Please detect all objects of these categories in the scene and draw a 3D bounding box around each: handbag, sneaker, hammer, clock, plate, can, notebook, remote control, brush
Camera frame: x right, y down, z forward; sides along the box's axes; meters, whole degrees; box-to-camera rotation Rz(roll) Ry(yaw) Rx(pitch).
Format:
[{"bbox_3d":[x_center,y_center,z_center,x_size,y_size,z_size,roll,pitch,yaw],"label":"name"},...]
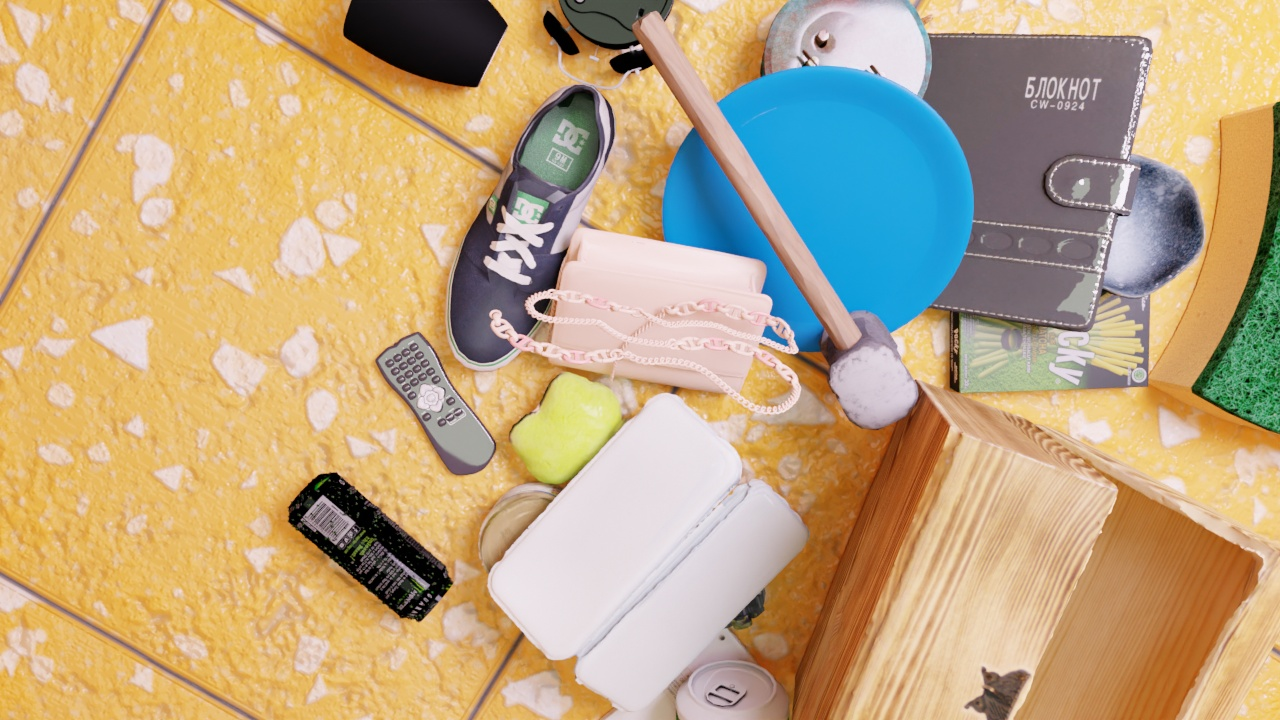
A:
[{"bbox_3d":[-0.003,0.003,0.649,0.198,0.186,0.117,10,128,-5],"label":"handbag"},{"bbox_3d":[-0.088,-0.099,0.692,0.084,0.079,0.235,25,96,-4],"label":"sneaker"},{"bbox_3d":[0.094,-0.096,0.644,0.052,0.098,0.328,-31,103,16],"label":"hammer"},{"bbox_3d":[0.143,-0.203,0.684,0.121,0.073,0.158,23,96,-2],"label":"clock"},{"bbox_3d":[-0.023,-0.267,0.692,0.091,0.042,0.121,18,96,-2],"label":"clock"},{"bbox_3d":[0.129,-0.108,0.685,0.224,0.024,0.225,5,122,8],"label":"plate"},{"bbox_3d":[-0.084,0.142,0.735,0.086,0.043,0.086,0,96,0],"label":"can"},{"bbox_3d":[0.274,-0.135,0.682,0.170,0.029,0.209,12,99,27],"label":"notebook"},{"bbox_3d":[0.073,0.316,0.722,0.088,0.087,0.140,-2,105,0],"label":"can"},{"bbox_3d":[0.033,0.280,0.765,0.136,0.011,0.050,-39,95,4],"label":"remote control"},{"bbox_3d":[-0.163,0.038,0.741,0.046,0.009,0.124,-33,95,3],"label":"remote control"},{"bbox_3d":[0.528,-0.062,0.697,0.195,0.075,0.250,13,96,-1],"label":"brush"},{"bbox_3d":[-0.215,0.148,0.730,0.137,0.054,0.054,42,94,-4],"label":"can"}]

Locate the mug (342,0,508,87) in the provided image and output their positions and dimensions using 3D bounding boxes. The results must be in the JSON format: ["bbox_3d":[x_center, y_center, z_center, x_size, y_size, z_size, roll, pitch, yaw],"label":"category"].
[{"bbox_3d":[-0.148,-0.264,0.682,0.100,0.085,0.118,27,65,-15],"label":"mug"}]

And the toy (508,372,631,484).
[{"bbox_3d":[-0.041,0.068,0.727,0.115,0.046,0.092,38,94,-11],"label":"toy"}]

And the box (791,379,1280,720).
[{"bbox_3d":[0.248,0.186,0.639,0.221,0.258,0.279,19,100,7],"label":"box"}]

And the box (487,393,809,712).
[{"bbox_3d":[0.010,0.151,0.691,0.210,0.084,0.186,-44,94,-1],"label":"box"}]

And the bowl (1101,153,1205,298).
[{"bbox_3d":[0.362,-0.097,0.698,0.110,0.055,0.110,-3,80,14],"label":"bowl"}]

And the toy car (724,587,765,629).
[{"bbox_3d":[0.050,0.199,0.747,0.107,0.030,0.049,-13,94,-2],"label":"toy car"}]

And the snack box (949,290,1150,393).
[{"bbox_3d":[0.323,-0.018,0.727,0.147,0.025,0.080,-2,96,0],"label":"snack box"}]
